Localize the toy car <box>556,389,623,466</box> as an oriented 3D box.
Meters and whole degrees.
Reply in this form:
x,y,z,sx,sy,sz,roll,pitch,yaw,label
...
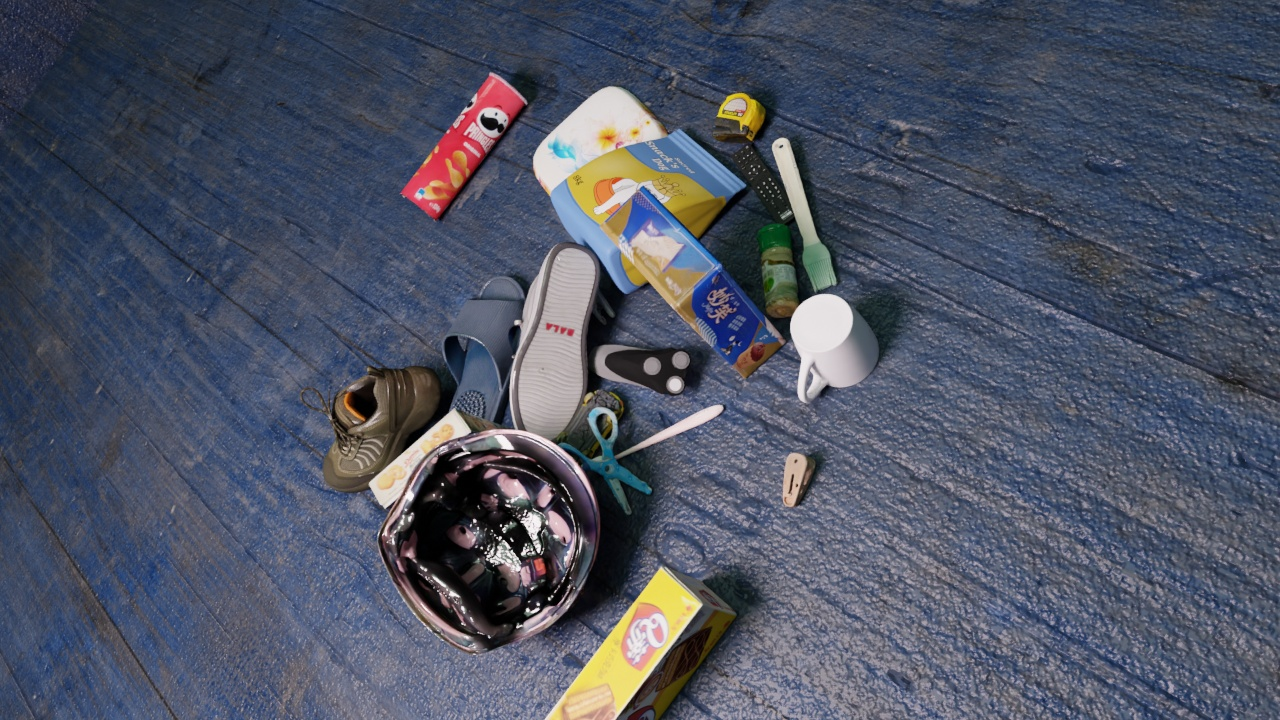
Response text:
x,y,z,sx,sy,sz,roll,pitch,yaw,label
-0.064,0.085,1.132,0.049,0.030,0.107,37,92,25,toy car

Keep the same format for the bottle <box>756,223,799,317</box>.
x,y,z,sx,sy,sz,roll,pitch,yaw,label
0.163,-0.106,1.088,0.043,0.043,0.111,-14,64,23,bottle

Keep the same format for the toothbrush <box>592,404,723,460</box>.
x,y,z,sx,sy,sz,roll,pitch,yaw,label
0.018,0.092,1.094,0.181,0.018,0.015,-26,59,16,toothbrush

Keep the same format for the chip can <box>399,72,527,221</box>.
x,y,z,sx,sy,sz,roll,pitch,yaw,label
-0.271,-0.326,1.407,0.073,0.073,0.233,37,90,35,chip can

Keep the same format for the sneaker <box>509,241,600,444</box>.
x,y,z,sx,sy,sz,roll,pitch,yaw,label
-0.122,-0.018,1.181,0.129,0.096,0.263,-177,96,-70,sneaker

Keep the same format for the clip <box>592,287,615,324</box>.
x,y,z,sx,sy,sz,roll,pitch,yaw,label
-0.054,-0.083,1.209,0.049,0.023,0.078,-52,53,1,clip

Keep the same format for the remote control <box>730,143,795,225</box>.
x,y,z,sx,sy,sz,roll,pitch,yaw,label
0.157,-0.223,1.161,0.030,0.009,0.140,-35,56,11,remote control

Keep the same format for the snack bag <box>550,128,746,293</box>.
x,y,z,sx,sy,sz,roll,pitch,yaw,label
0.011,-0.208,1.190,0.205,0.102,0.159,-36,55,-7,snack bag

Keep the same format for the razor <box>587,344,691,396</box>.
x,y,z,sx,sy,sz,roll,pitch,yaw,label
-0.007,0.006,1.126,0.156,0.060,0.057,8,83,52,razor

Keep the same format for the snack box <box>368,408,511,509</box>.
x,y,z,sx,sy,sz,roll,pitch,yaw,label
-0.234,0.131,1.135,0.144,0.145,0.042,-41,65,6,snack box

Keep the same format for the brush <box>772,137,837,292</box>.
x,y,z,sx,sy,sz,roll,pitch,yaw,label
0.195,-0.181,1.111,0.033,0.012,0.217,-20,66,17,brush

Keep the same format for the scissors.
x,y,z,sx,sy,sz,roll,pitch,yaw,label
-0.050,0.132,1.097,0.114,0.013,0.140,-28,76,10,scissors

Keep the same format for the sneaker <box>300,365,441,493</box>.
x,y,z,sx,sy,sz,roll,pitch,yaw,label
-0.383,0.093,1.222,0.238,0.142,0.101,-47,54,22,sneaker

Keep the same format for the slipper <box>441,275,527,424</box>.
x,y,z,sx,sy,sz,roll,pitch,yaw,label
-0.219,-0.003,1.229,0.101,0.082,0.263,1,70,27,slipper

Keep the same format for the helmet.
x,y,z,sx,sy,sz,roll,pitch,yaw,label
-0.152,0.195,1.048,0.230,0.152,0.255,40,98,11,helmet

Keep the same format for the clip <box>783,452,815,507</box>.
x,y,z,sx,sy,sz,roll,pitch,yaw,label
0.171,0.128,0.994,0.024,0.039,0.060,16,100,34,clip

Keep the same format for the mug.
x,y,z,sx,sy,sz,roll,pitch,yaw,label
0.200,-0.009,0.995,0.081,0.087,0.114,28,84,35,mug

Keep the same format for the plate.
x,y,z,sx,sy,sz,roll,pitch,yaw,label
-0.064,-0.302,1.314,0.187,0.016,0.187,-41,55,7,plate

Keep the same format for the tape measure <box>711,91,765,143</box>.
x,y,z,sx,sy,sz,roll,pitch,yaw,label
0.132,-0.317,1.199,0.066,0.037,0.064,15,81,47,tape measure

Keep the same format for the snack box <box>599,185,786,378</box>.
x,y,z,sx,sy,sz,roll,pitch,yaw,label
0.063,-0.084,1.033,0.069,0.202,0.155,-44,55,5,snack box

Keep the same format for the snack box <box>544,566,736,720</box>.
x,y,z,sx,sy,sz,roll,pitch,yaw,label
-0.006,0.328,0.945,0.062,0.110,0.230,37,89,32,snack box
